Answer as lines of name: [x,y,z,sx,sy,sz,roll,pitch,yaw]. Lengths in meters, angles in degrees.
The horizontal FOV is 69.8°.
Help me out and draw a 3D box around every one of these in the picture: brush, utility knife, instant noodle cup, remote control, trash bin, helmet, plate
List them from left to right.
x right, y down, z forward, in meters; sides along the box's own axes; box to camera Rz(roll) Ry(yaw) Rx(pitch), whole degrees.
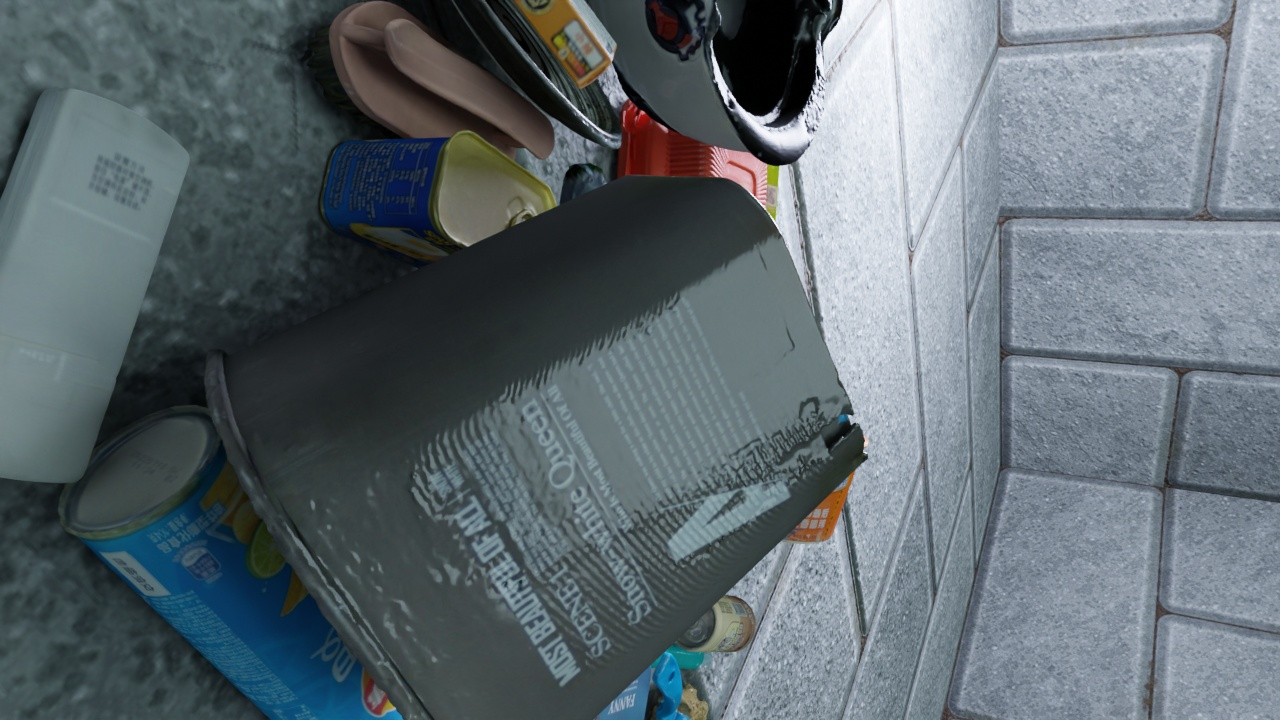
remote control: [-0.225,-0.029,0.357,0.058,0.021,0.150,32,67,-59]
brush: [-0.109,-0.144,0.496,0.145,0.073,0.063,24,76,-61]
plate: [-0.072,-0.190,0.524,0.179,0.024,0.179,49,17,-21]
trash bin: [-0.041,0.035,0.413,0.219,0.199,0.199,-32,113,-16]
brush: [0.029,0.310,0.819,0.083,0.046,0.255,-58,159,-28]
utility knife: [0.037,0.295,0.914,0.182,0.013,0.029,35,68,-57]
instant noodle cup: [0.050,-0.134,0.788,0.188,0.079,0.164,1,91,-57]
helmet: [0.042,-0.283,0.661,0.229,0.157,0.274,-33,127,-51]
instant noodle cup: [0.155,0.120,0.971,0.151,0.151,0.111,-7,110,-61]

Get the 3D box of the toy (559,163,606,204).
toy: [-0.004,0.004,0.695,0.356,0.091,0.137,62,42,-53]

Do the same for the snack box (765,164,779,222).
snack box: [0.106,-0.208,0.879,0.026,0.086,0.156,2,93,-19]

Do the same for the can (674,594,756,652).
can: [0.072,0.264,0.926,0.116,0.059,0.058,32,68,-59]

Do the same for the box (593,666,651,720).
box: [-0.055,0.270,0.692,0.184,0.061,0.089,16,82,-60]

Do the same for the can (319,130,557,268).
can: [-0.108,-0.082,0.499,0.102,0.083,0.057,25,74,-61]

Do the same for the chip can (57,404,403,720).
chip can: [-0.172,0.118,0.432,0.071,0.071,0.210,-59,142,-38]

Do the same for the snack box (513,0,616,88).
snack box: [-0.069,-0.224,0.505,0.154,0.026,0.075,50,16,-19]
